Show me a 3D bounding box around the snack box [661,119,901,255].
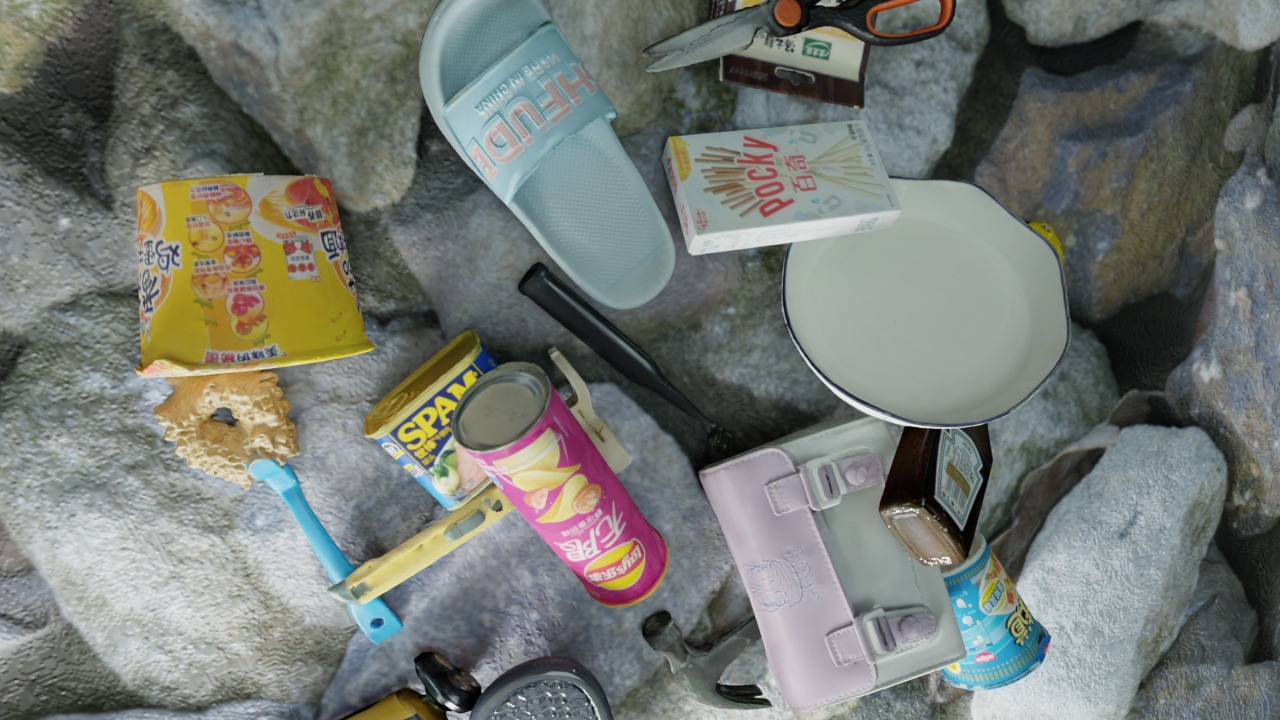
[{"bbox_3d":[0.101,-0.126,0.659,0.156,0.027,0.084,-9,66,-14],"label":"snack box"}]

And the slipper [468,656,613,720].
[{"bbox_3d":[-0.071,0.312,0.729,0.110,0.083,0.268,-11,124,-4],"label":"slipper"}]

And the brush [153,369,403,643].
[{"bbox_3d":[-0.240,0.107,0.642,0.083,0.046,0.255,-29,115,-8],"label":"brush"}]

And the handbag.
[{"bbox_3d":[0.145,0.150,0.704,0.145,0.098,0.197,-20,88,-2],"label":"handbag"}]

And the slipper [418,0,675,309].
[{"bbox_3d":[-0.055,-0.135,0.613,0.104,0.074,0.245,-36,112,-3],"label":"slipper"}]

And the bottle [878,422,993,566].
[{"bbox_3d":[0.234,0.058,0.691,0.080,0.044,0.194,49,49,-19],"label":"bottle"}]

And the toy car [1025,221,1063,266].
[{"bbox_3d":[0.278,-0.064,0.737,0.155,0.041,0.071,-23,103,-12],"label":"toy car"}]

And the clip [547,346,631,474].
[{"bbox_3d":[-0.045,0.039,0.677,0.034,0.071,0.100,-37,107,-4],"label":"clip"}]

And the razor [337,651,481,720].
[{"bbox_3d":[-0.203,0.276,0.695,0.167,0.062,0.067,-24,79,-3],"label":"razor"}]

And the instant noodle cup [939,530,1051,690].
[{"bbox_3d":[0.282,0.207,0.789,0.099,0.099,0.110,-30,101,-7],"label":"instant noodle cup"}]

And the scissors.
[{"bbox_3d":[0.101,-0.245,0.607,0.235,0.022,0.142,0,92,-12],"label":"scissors"}]

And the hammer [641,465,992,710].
[{"bbox_3d":[0.164,0.177,0.776,0.323,0.032,0.126,-36,110,-5],"label":"hammer"}]

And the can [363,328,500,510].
[{"bbox_3d":[-0.128,0.043,0.648,0.102,0.057,0.083,-41,113,-2],"label":"can"}]

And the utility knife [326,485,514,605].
[{"bbox_3d":[-0.132,0.119,0.680,0.210,0.022,0.031,-34,123,-19],"label":"utility knife"}]

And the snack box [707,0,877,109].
[{"bbox_3d":[0.108,-0.247,0.639,0.113,0.053,0.126,6,102,-17],"label":"snack box"}]

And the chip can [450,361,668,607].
[{"bbox_3d":[-0.048,0.092,0.632,0.071,0.071,0.211,-34,134,-5],"label":"chip can"}]

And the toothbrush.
[{"bbox_3d":[-0.004,0.004,0.687,0.212,0.027,0.026,41,128,-21],"label":"toothbrush"}]

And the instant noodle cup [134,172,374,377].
[{"bbox_3d":[-0.237,-0.053,0.556,0.138,0.138,0.110,-6,98,-14],"label":"instant noodle cup"}]

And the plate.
[{"bbox_3d":[0.203,-0.041,0.670,0.205,0.046,0.204,-1,65,1],"label":"plate"}]

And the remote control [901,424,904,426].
[{"bbox_3d":[0.210,0.012,0.750,0.150,0.021,0.058,38,85,-20],"label":"remote control"}]
